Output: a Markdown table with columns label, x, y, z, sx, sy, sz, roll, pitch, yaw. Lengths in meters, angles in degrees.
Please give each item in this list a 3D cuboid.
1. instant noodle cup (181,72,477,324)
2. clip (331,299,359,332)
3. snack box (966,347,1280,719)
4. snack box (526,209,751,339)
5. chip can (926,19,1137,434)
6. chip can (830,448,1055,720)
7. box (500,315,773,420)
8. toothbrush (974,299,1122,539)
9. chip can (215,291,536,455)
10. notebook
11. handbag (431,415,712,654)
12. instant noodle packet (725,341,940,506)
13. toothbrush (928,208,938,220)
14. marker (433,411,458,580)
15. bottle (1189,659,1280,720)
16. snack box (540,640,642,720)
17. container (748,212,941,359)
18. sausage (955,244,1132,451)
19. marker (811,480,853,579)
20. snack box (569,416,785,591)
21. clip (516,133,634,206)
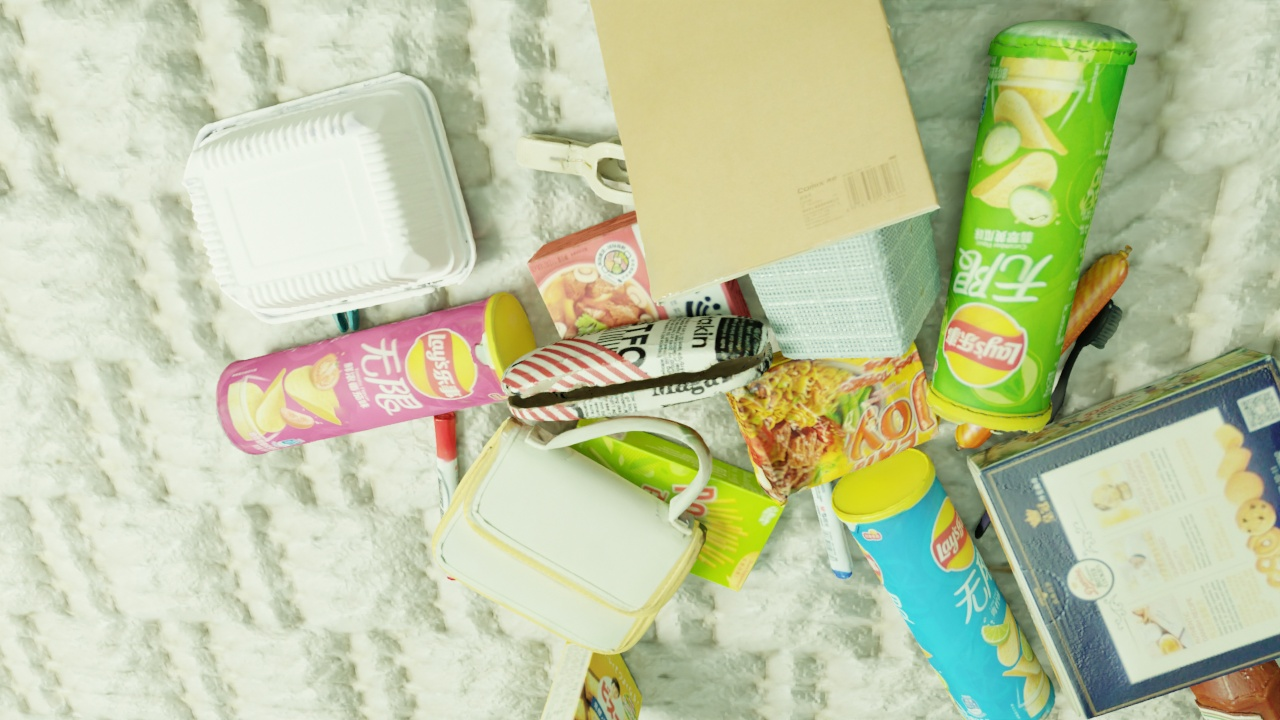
| label | x | y | z | sx | sy | sz | roll | pitch | yaw |
| --- | --- | --- | --- | --- | --- | --- | --- | --- | --- |
| instant noodle cup | -0.203 | -0.094 | 0.576 | 0.174 | 0.060 | 0.138 | -10 | 105 | 15 |
| clip | -0.206 | -0.046 | 0.633 | 0.049 | 0.015 | 0.057 | -3 | 115 | 8 |
| snack box | 0.325 | 0.109 | 0.571 | 0.183 | 0.045 | 0.178 | -24 | 96 | 11 |
| snack box | 0.007 | -0.030 | 0.588 | 0.113 | 0.044 | 0.127 | -18 | 111 | 17 |
| chip can | 0.214 | -0.072 | 0.513 | 0.072 | 0.072 | 0.221 | 6 | 111 | 6 |
| chip can | 0.210 | 0.163 | 0.631 | 0.071 | 0.071 | 0.210 | -27 | 108 | 19 |
| box | -0.005 | -0.001 | 0.543 | 0.164 | 0.071 | 0.060 | -9 | 130 | 11 |
| toothbrush | 0.263 | 0.044 | 0.600 | 0.016 | 0.014 | 0.189 | 12 | 117 | -11 |
| chip can | -0.179 | 0.012 | 0.623 | 0.211 | 0.071 | 0.071 | -13 | 112 | 15 |
| notebook | 0.051 | -0.150 | 0.469 | 0.150 | 0.012 | 0.211 | -17 | 78 | 26 |
| handbag | -0.037 | 0.102 | 0.622 | 0.163 | 0.063 | 0.179 | 31 | 113 | -8 |
| instant noodle packet | 0.126 | 0.029 | 0.586 | 0.128 | 0.044 | 0.111 | -22 | 117 | 0 |
| toothbrush | 0.116 | -0.175 | 0.514 | 0.026 | 0.027 | 0.224 | -34 | 109 | -14 |
| marker | -0.144 | 0.104 | 0.691 | 0.017 | 0.017 | 0.145 | 5 | 115 | 6 |
| bottle | 0.402 | 0.208 | 0.630 | 0.060 | 0.059 | 0.206 | -28 | 102 | 20 |
| snack box | -0.037 | 0.273 | 0.684 | 0.034 | 0.140 | 0.087 | -18 | 110 | 15 |
| container | 0.113 | -0.065 | 0.519 | 0.090 | 0.089 | 0.111 | -1 | 124 | 37 |
| sausage | 0.249 | -0.003 | 0.575 | 0.021 | 0.021 | 0.165 | 30 | 116 | -5 |
| marker | 0.128 | 0.091 | 0.642 | 0.017 | 0.016 | 0.146 | -12 | 112 | 14 |
| snack box | 0.017 | 0.101 | 0.659 | 0.156 | 0.026 | 0.086 | 22 | 117 | -2 |
| clip | -0.024 | -0.116 | 0.543 | 0.102 | 0.094 | 0.035 | 4 | 116 | -5 |
